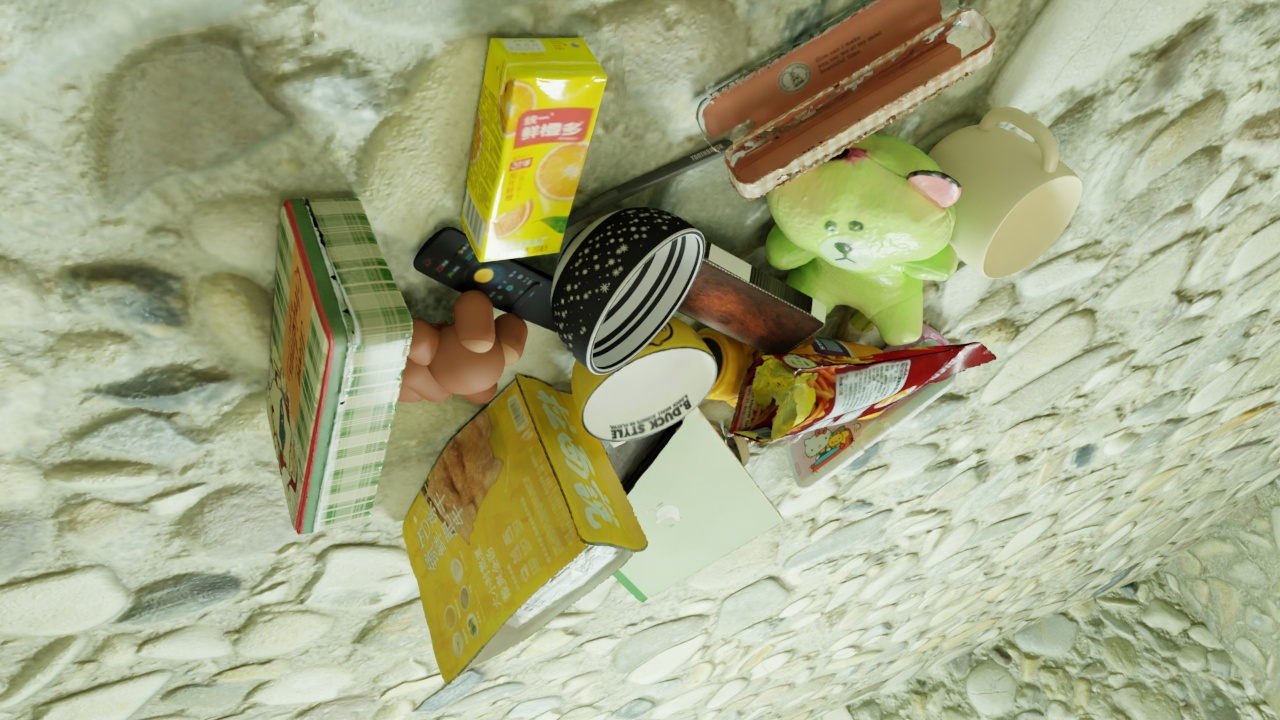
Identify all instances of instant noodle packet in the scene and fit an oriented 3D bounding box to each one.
[{"bbox_3d":[-0.119,0.145,0.768,0.222,0.163,0.084,-43,146,24],"label":"instant noodle packet"}]

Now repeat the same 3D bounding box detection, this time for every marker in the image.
[{"bbox_3d":[0.244,-0.073,0.851,0.017,0.021,0.124,10,131,-44],"label":"marker"}]

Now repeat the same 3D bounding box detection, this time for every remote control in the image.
[{"bbox_3d":[-0.090,-0.054,0.641,0.041,0.020,0.151,-40,145,21],"label":"remote control"}]

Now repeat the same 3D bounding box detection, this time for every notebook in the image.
[{"bbox_3d":[0.011,0.133,0.902,0.182,0.010,0.252,-33,125,9],"label":"notebook"}]

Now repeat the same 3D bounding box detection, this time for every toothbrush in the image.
[{"bbox_3d":[-0.013,-0.113,0.620,0.167,0.012,0.013,-24,140,-4],"label":"toothbrush"}]

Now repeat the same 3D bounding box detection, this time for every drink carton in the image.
[{"bbox_3d":[-0.066,-0.123,0.541,0.058,0.043,0.135,-11,145,-27],"label":"drink carton"}]

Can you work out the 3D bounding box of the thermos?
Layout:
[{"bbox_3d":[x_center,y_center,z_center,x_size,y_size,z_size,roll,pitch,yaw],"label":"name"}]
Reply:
[{"bbox_3d":[0.141,0.005,0.844,0.232,0.076,0.091,7,106,-41],"label":"thermos"}]

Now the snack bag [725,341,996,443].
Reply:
[{"bbox_3d":[0.184,0.029,0.775,0.207,0.066,0.139,-4,155,-29],"label":"snack bag"}]

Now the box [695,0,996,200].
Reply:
[{"bbox_3d":[0.128,-0.176,0.579,0.187,0.082,0.041,-31,158,3],"label":"box"}]

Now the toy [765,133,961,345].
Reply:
[{"bbox_3d":[0.166,-0.100,0.687,0.150,0.107,0.197,13,145,13],"label":"toy"}]

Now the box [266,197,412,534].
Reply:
[{"bbox_3d":[-0.194,0.009,0.568,0.051,0.117,0.206,-10,146,-33],"label":"box"}]

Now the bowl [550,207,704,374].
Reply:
[{"bbox_3d":[-0.019,-0.057,0.630,0.120,0.066,0.120,-45,162,-20],"label":"bowl"}]

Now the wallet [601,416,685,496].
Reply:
[{"bbox_3d":[-0.025,0.073,0.827,0.089,0.026,0.115,25,114,-28],"label":"wallet"}]

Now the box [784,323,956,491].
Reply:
[{"bbox_3d":[0.236,0.042,0.967,0.202,0.077,0.146,-42,176,22],"label":"box"}]

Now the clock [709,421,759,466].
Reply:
[{"bbox_3d":[0.069,0.104,0.944,0.140,0.054,0.093,-20,147,-7],"label":"clock"}]

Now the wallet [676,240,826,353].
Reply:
[{"bbox_3d":[0.075,-0.044,0.709,0.123,0.019,0.072,25,146,-19],"label":"wallet"}]

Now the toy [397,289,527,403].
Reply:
[{"bbox_3d":[-0.146,-0.002,0.641,0.128,0.065,0.095,-13,146,25],"label":"toy"}]

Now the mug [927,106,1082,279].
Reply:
[{"bbox_3d":[0.269,-0.139,0.704,0.096,0.099,0.120,-19,141,-24],"label":"mug"}]

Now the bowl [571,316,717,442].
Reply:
[{"bbox_3d":[-0.004,0.004,0.739,0.117,0.067,0.117,-19,146,-13],"label":"bowl"}]
